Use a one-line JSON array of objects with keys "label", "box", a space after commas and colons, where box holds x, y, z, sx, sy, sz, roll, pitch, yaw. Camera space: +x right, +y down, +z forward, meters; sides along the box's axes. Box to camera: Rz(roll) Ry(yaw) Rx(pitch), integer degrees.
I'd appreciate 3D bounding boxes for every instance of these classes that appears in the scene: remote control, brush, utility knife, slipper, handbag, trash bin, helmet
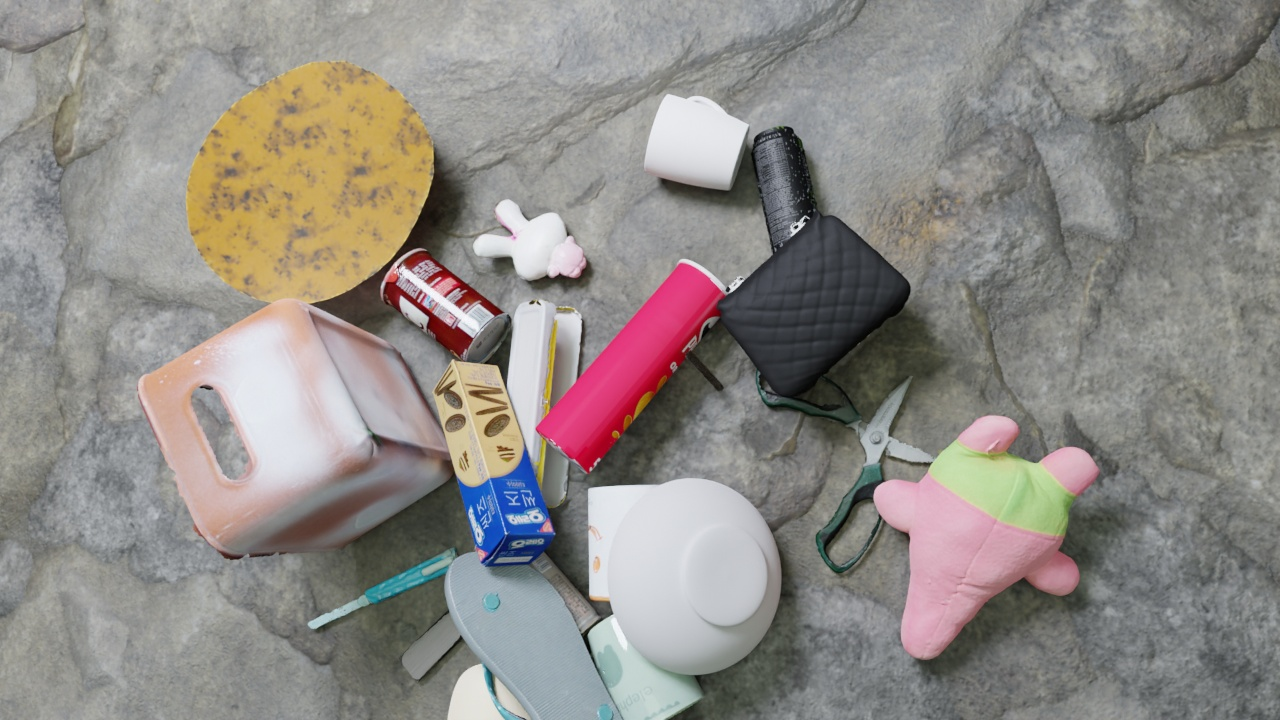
[{"label": "remote control", "box": [-0.188, 0.268, 0.933, 0.136, 0.013, 0.033, -45, 76, 3]}, {"label": "brush", "box": [0.061, 0.011, 0.859, 0.008, 0.143, 0.045, -43, 85, 3]}, {"label": "utility knife", "box": [-0.269, 0.237, 0.950, 0.176, 0.015, 0.022, -24, 78, 5]}, {"label": "slipper", "box": [-0.085, 0.288, 0.830, 0.098, 0.055, 0.268, -26, 70, -38]}, {"label": "handbag", "box": [0.160, -0.057, 0.865, 0.154, 0.114, 0.125, -43, 84, 15]}, {"label": "trash bin", "box": [-0.301, 0.065, 0.858, 0.157, 0.260, 0.181, -31, 77, 2]}, {"label": "helmet", "box": [-0.342, -0.181, 0.966, 0.205, 0.131, 0.255, 43, 84, -18]}]

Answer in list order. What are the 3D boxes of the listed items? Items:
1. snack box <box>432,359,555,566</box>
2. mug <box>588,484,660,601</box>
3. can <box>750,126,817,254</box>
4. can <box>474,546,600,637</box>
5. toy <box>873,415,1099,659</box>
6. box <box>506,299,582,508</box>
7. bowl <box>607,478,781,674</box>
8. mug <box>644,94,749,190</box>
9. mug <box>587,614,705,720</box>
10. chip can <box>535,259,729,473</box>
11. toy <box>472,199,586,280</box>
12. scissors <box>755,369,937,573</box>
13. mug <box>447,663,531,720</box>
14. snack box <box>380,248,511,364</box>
[{"label": "snack box", "box": [-0.144, 0.095, 0.884, 0.057, 0.056, 0.206, -50, 49, 33]}, {"label": "mug", "box": [-0.009, 0.174, 0.879, 0.082, 0.082, 0.105, -4, 80, 10]}, {"label": "can", "box": [0.147, -0.161, 0.915, 0.054, 0.054, 0.137, -12, 80, 8]}, {"label": "can", "box": [-0.103, 0.220, 0.903, 0.054, 0.054, 0.135, -45, 77, 1]}, {"label": "toy", "box": [0.300, 0.165, 0.825, 0.192, 0.096, 0.237, 26, 101, 10]}, {"label": "box", "box": [-0.107, 0.044, 0.935, 0.067, 0.070, 0.210, 0, 81, 30]}, {"label": "bowl", "box": [0.062, 0.193, 0.825, 0.176, 0.066, 0.176, 6, 76, -27]}, {"label": "mug", "box": [0.063, -0.229, 0.936, 0.088, 0.081, 0.114, 18, 54, 6]}, {"label": "mug", "box": [-0.010, 0.297, 0.868, 0.112, 0.084, 0.104, -44, 66, 30]}, {"label": "chip can", "box": [-0.005, 0.005, 0.890, 0.069, 0.069, 0.220, 38, 79, 13]}, {"label": "toy", "box": [-0.112, -0.121, 0.965, 0.123, 0.038, 0.079, 25, 74, 13]}, {"label": "scissors", "box": [0.184, 0.087, 0.892, 0.203, 0.015, 0.201, 28, 87, 14]}, {"label": "mug", "box": [-0.140, 0.340, 0.877, 0.120, 0.096, 0.099, -22, 60, 48]}, {"label": "snack box", "box": [-0.202, -0.054, 0.954, 0.121, 0.072, 0.072, 37, 89, 12]}]
